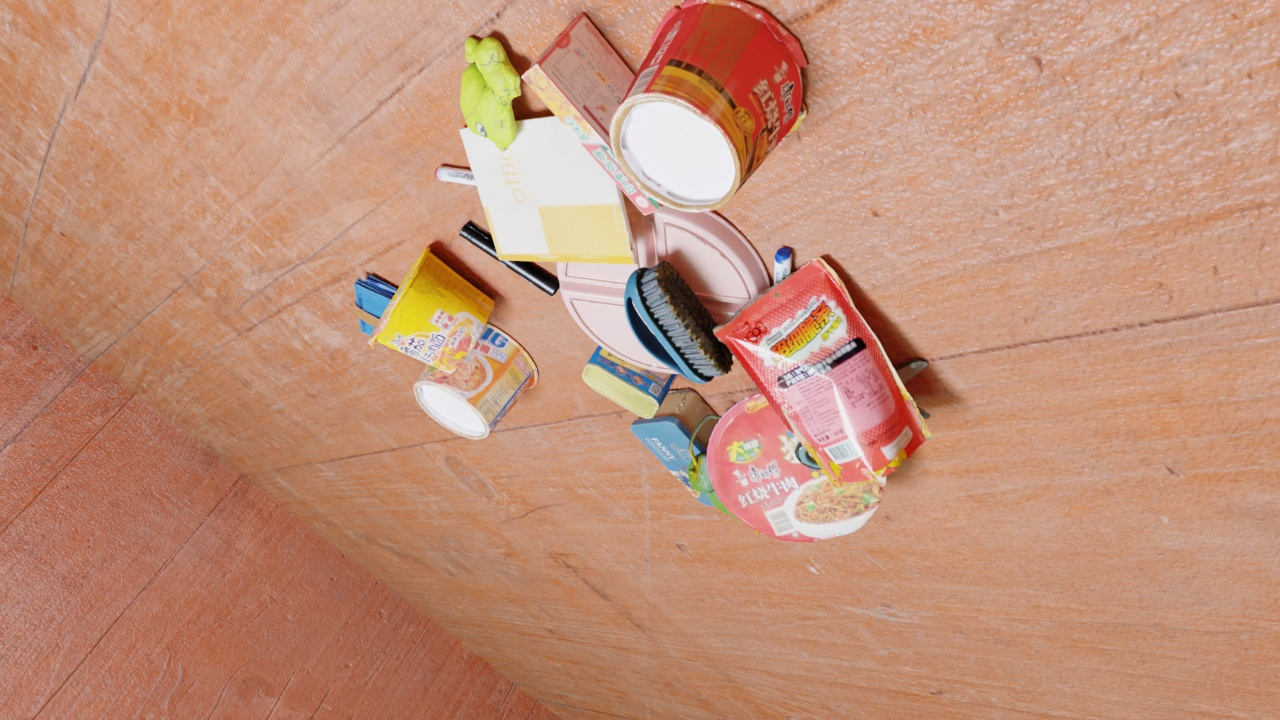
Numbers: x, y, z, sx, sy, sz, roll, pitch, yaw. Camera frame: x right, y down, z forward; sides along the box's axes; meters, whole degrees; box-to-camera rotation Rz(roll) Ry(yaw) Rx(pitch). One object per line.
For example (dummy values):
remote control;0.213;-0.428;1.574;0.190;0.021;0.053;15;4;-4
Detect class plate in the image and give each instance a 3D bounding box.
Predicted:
plate;0.018;-0.069;0.936;0.230;0.028;0.230;12;137;11

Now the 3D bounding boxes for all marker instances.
marker;-0.152;-0.119;1.072;0.132;0.020;0.022;33;120;-1
marker;0.139;-0.056;0.905;0.017;0.016;0.146;19;147;20
marker;-0.160;-0.192;0.975;0.145;0.017;0.017;14;145;28

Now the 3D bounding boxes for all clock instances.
clock;0.120;0.127;1.095;0.161;0.116;0.056;44;158;-25

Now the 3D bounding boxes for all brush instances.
brush;0.030;-0.032;0.904;0.074;0.055;0.144;-17;125;34

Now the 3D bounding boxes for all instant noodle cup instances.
instant noodle cup;-0.233;0.030;1.268;0.151;0.111;0.152;23;148;15
instant noodle cup;-0.258;-0.056;1.156;0.109;0.137;0.138;33;151;-18
instant noodle cup;0.046;-0.189;0.706;0.138;0.108;0.138;23;149;15
instant noodle cup;0.173;0.105;1.011;0.194;0.065;0.194;7;116;14

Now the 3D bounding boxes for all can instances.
can;-0.006;0.006;1.059;0.102;0.083;0.057;30;149;2

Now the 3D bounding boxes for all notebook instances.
notebook;-0.093;-0.164;0.894;0.207;0.010;0.146;8;121;43

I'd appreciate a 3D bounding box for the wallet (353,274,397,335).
wallet;-0.359;-0.062;1.323;0.106;0.040;0.133;25;148;2

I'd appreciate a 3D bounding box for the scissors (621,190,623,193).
scissors;-0.041;-0.145;0.937;0.183;0.015;0.209;0;138;40

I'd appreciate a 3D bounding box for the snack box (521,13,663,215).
snack box;-0.021;-0.205;0.773;0.156;0.076;0.027;46;147;-23

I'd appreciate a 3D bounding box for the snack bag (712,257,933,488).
snack bag;0.178;0.018;0.874;0.129;0.073;0.208;-33;98;20

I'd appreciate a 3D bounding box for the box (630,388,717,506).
box;0.069;0.108;1.161;0.184;0.063;0.090;45;147;-24

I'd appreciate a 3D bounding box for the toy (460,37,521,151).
toy;-0.140;-0.249;0.853;0.100;0.031;0.096;-25;98;54

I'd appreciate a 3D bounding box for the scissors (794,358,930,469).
scissors;0.194;0.031;0.921;0.170;0.019;0.175;41;120;-3
